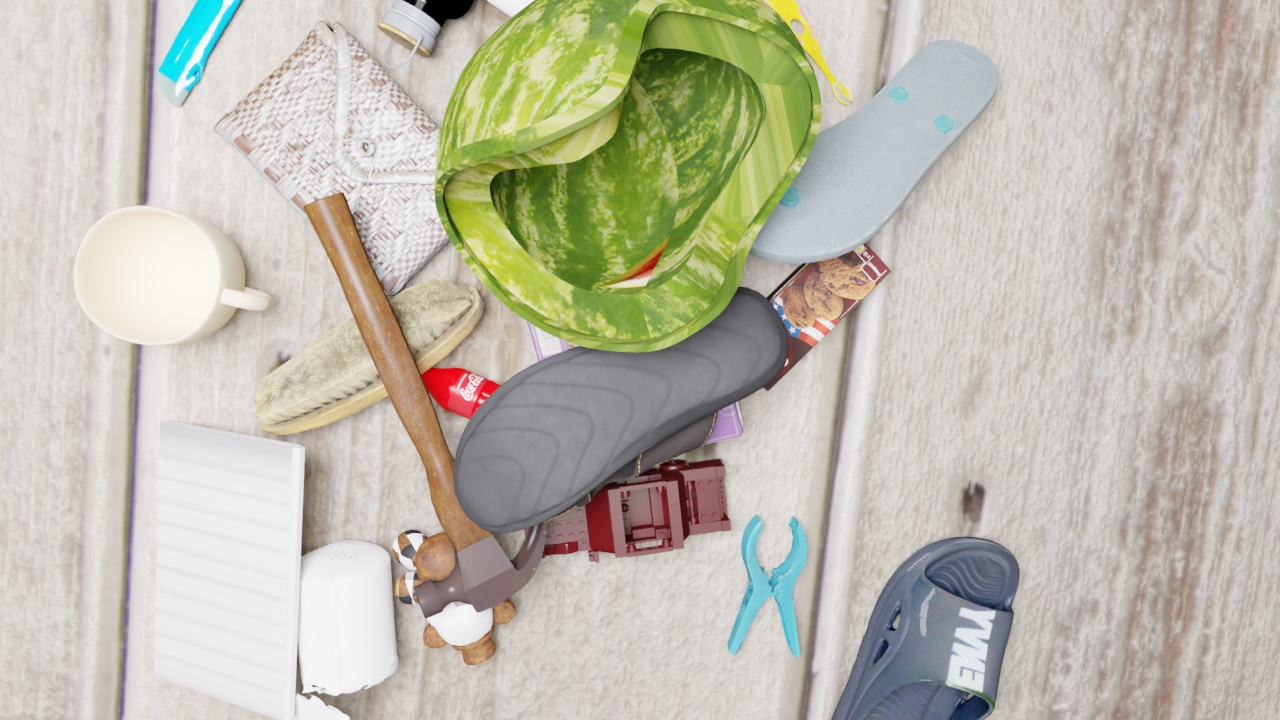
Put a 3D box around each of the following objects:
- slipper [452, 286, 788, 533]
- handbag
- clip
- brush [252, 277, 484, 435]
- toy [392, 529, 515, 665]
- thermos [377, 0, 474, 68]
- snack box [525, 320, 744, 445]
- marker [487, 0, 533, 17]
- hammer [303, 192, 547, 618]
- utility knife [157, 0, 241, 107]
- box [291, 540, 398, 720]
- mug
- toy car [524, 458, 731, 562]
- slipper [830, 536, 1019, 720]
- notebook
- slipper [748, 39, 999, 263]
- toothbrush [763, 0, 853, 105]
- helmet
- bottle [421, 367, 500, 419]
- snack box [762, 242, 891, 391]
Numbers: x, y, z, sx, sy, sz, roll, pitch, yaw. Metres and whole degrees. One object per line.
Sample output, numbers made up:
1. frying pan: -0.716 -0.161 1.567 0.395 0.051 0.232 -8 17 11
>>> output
1. slipper: -0.015 0.034 0.674 0.267 0.076 0.113 -30 88 -4
2. handbag: -0.214 -0.154 0.700 0.124 0.047 0.186 -44 99 0
3. clip: 0.126 0.194 0.787 0.113 0.028 0.127 -6 97 -8
4. brush: -0.209 -0.004 0.706 0.195 0.043 0.059 -30 61 -4
5. toy: -0.148 0.187 0.740 0.087 0.067 0.113 -19 107 -4
6. thermos: -0.132 -0.321 0.683 0.061 0.061 0.231 29 92 -9
7. snack box: -0.004 0.004 0.730 0.148 0.040 0.143 -13 98 6
8. marker: -0.079 -0.259 0.684 0.133 0.027 0.023 24 92 -36
9. hammer: -0.163 0.035 0.672 0.115 0.033 0.323 -25 103 -18
10. utility knife: -0.305 -0.284 0.690 0.031 0.015 0.205 34 95 -10
11. box: -0.235 0.231 0.719 0.083 0.092 0.166 -1 99 16
12. mug: -0.329 -0.057 0.670 0.120 0.100 0.096 16 92 -10
13. toy car: -0.011 0.123 0.745 0.169 0.062 0.070 -7 97 -6
14. slipper: 0.241 0.275 0.782 0.110 0.083 0.268 26 94 -7
15. notebook: -0.318 0.159 0.705 0.143 0.009 0.210 7 96 23
16. slipper: 0.185 -0.155 0.731 0.268 0.055 0.098 -39 68 -13
17. toothbrush: 0.132 -0.263 0.743 0.021 0.016 0.135 -38 99 3
18. helmet: -0.013 -0.148 0.629 0.246 0.244 0.213 -50 129 -26
19. bottle: -0.134 0.029 0.731 0.119 0.036 0.036 23 93 3
20. snack box: 0.135 -0.043 0.759 0.141 0.032 0.051 -44 99 0
